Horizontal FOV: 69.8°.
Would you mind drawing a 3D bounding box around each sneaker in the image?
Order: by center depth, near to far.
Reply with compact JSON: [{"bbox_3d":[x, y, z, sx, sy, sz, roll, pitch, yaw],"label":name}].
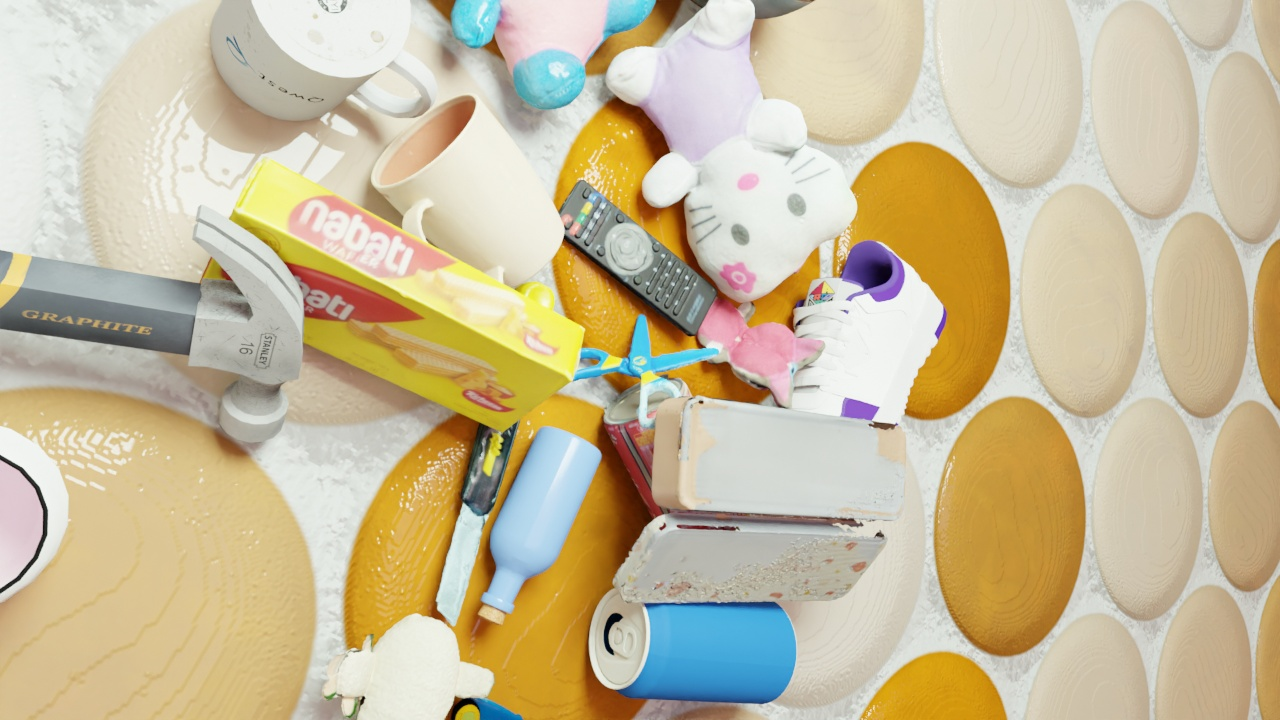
[{"bbox_3d":[0.164,-0.006,0.760,0.111,0.092,0.243,52,59,-21],"label":"sneaker"}]

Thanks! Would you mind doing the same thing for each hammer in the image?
[{"bbox_3d":[-0.318,-0.031,0.424,0.312,0.140,0.035,9,43,-26],"label":"hammer"}]

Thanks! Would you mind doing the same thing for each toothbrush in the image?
[{"bbox_3d":[-0.072,0.261,0.631,0.132,0.016,0.021,40,87,-28],"label":"toothbrush"}]

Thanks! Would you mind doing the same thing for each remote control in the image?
[{"bbox_3d":[-0.004,-0.074,0.684,0.140,0.021,0.045,38,68,-23],"label":"remote control"}]

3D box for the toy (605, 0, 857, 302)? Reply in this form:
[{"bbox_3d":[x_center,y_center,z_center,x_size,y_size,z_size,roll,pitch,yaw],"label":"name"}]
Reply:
[{"bbox_3d":[0.067,-0.153,0.690,0.138,0.085,0.209,-28,105,11],"label":"toy"}]

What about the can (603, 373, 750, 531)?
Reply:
[{"bbox_3d":[0.027,0.079,0.673,0.066,0.067,0.124,-36,109,-30],"label":"can"}]

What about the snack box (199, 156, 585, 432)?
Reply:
[{"bbox_3d":[-0.139,-0.029,0.526,0.200,0.092,0.042,28,52,-24],"label":"snack box"}]

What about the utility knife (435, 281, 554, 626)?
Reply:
[{"bbox_3d":[-0.097,0.058,0.610,0.028,0.020,0.233,21,75,-30],"label":"utility knife"}]

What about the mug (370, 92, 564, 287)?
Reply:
[{"bbox_3d":[-0.105,-0.089,0.567,0.104,0.085,0.111,47,41,-36],"label":"mug"}]

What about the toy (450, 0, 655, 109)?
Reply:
[{"bbox_3d":[-0.070,-0.279,0.592,0.223,0.099,0.191,-46,120,-11],"label":"toy"}]

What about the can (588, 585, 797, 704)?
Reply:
[{"bbox_3d":[0.042,0.208,0.673,0.146,0.079,0.079,17,79,-34],"label":"can"}]

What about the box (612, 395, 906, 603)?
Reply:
[{"bbox_3d":[0.092,0.105,0.640,0.216,0.071,0.157,10,109,-35],"label":"box"}]

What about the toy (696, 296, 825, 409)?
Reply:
[{"bbox_3d":[0.089,-0.009,0.732,0.102,0.050,0.065,33,75,8],"label":"toy"}]

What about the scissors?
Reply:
[{"bbox_3d":[0.000,0.006,0.644,0.125,0.130,0.014,-12,134,-16],"label":"scissors"}]

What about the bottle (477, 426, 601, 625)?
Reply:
[{"bbox_3d":[-0.073,0.112,0.614,0.048,0.048,0.131,34,71,-30],"label":"bottle"}]

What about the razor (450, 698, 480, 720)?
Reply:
[{"bbox_3d":[-0.118,0.291,0.593,0.044,0.021,0.144,5,91,-26],"label":"razor"}]

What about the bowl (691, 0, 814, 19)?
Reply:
[{"bbox_3d":[0.061,-0.305,0.695,0.150,0.057,0.150,23,43,-23],"label":"bowl"}]

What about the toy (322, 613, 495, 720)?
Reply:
[{"bbox_3d":[-0.145,0.200,0.560,0.112,0.050,0.087,27,68,-26],"label":"toy"}]

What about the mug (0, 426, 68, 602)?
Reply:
[{"bbox_3d":[-0.322,0.089,0.422,0.090,0.076,0.123,23,76,-33],"label":"mug"}]

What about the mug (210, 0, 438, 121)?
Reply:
[{"bbox_3d":[-0.172,-0.178,0.519,0.119,0.097,0.083,33,71,-30],"label":"mug"}]
